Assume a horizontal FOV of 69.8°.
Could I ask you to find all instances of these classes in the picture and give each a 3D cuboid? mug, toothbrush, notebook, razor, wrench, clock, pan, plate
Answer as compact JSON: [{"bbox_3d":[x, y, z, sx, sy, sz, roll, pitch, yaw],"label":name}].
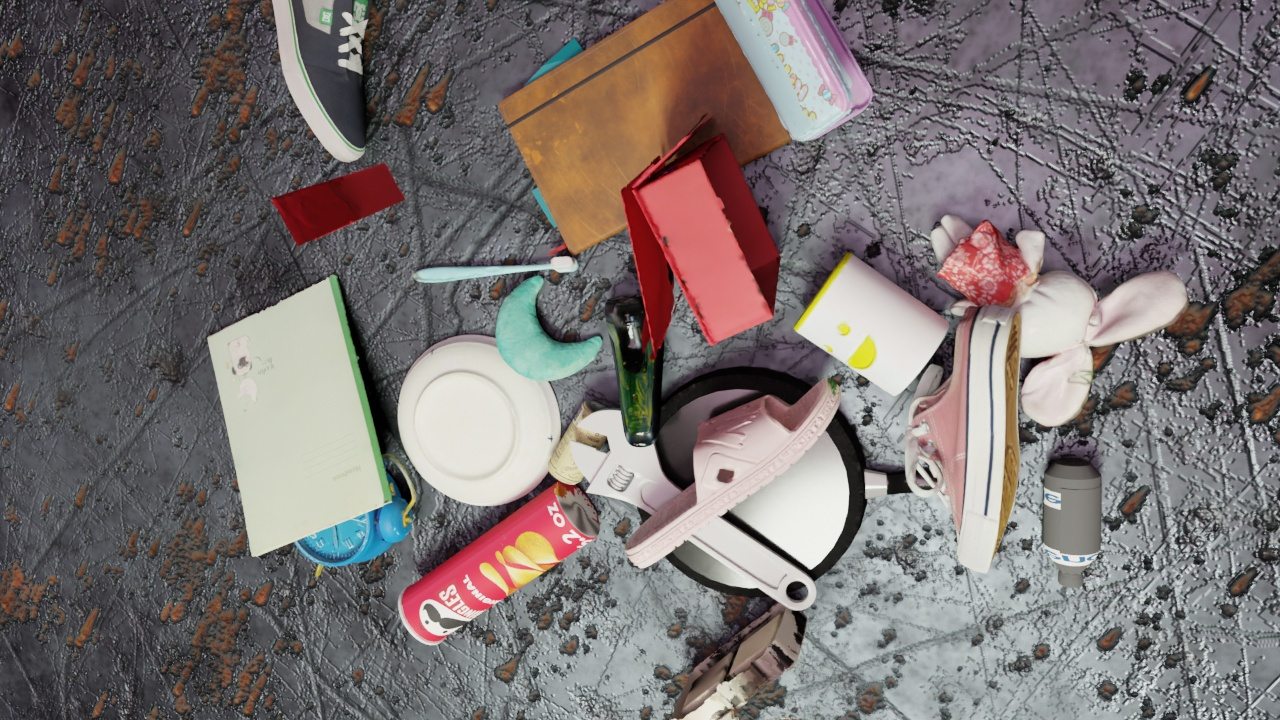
[{"bbox_3d":[0.200,-0.032,0.797,0.106,0.082,0.083,35,106,6],"label":"mug"},{"bbox_3d":[-0.147,-0.090,0.912,0.181,0.016,0.016,-3,83,19],"label":"toothbrush"},{"bbox_3d":[-0.011,-0.226,0.855,0.250,0.014,0.178,-25,93,18],"label":"notebook"},{"bbox_3d":[-0.005,0.005,0.849,0.054,0.067,0.151,-8,63,10],"label":"razor"},{"bbox_3d":[0.053,0.139,0.862,0.273,0.018,0.087,33,98,5],"label":"wrench"},{"bbox_3d":[-0.304,0.154,0.976,0.162,0.060,0.117,-32,86,18],"label":"clock"},{"bbox_3d":[0.164,0.117,0.859,0.357,0.034,0.225,-2,99,16],"label":"pan"},{"bbox_3d":[-0.173,0.066,0.939,0.182,0.034,0.182,3,100,15],"label":"plate"},{"bbox_3d":[-0.362,0.057,0.962,0.182,0.010,0.252,-22,75,17],"label":"notebook"}]

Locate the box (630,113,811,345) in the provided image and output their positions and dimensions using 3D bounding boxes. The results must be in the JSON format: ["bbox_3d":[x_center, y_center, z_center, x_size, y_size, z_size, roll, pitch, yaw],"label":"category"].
[{"bbox_3d":[0.141,-0.175,0.709,0.326,0.213,0.153,-40,98,19],"label":"box"}]

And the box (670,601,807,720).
[{"bbox_3d":[0.094,0.317,0.828,0.069,0.190,0.144,45,114,3],"label":"box"}]

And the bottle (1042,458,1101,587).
[{"bbox_3d":[0.375,0.142,0.799,0.047,0.047,0.112,-1,100,15],"label":"bottle"}]

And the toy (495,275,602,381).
[{"bbox_3d":[-0.098,-0.023,0.905,0.085,0.033,0.105,-45,90,-2],"label":"toy"}]

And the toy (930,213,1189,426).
[{"bbox_3d":[0.321,-0.050,0.763,0.194,0.084,0.159,38,115,13],"label":"toy"}]

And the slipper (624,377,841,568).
[{"bbox_3d":[0.069,0.088,0.801,0.239,0.094,0.064,-41,94,12],"label":"slipper"}]

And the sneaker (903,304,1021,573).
[{"bbox_3d":[0.264,0.067,0.763,0.088,0.118,0.241,7,116,31],"label":"sneaker"}]

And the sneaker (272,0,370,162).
[{"bbox_3d":[-0.293,-0.313,0.882,0.079,0.084,0.235,-12,93,16],"label":"sneaker"}]

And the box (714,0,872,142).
[{"bbox_3d":[0.112,-0.291,0.776,0.077,0.096,0.214,-29,91,29],"label":"box"}]

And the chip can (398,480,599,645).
[{"bbox_3d":[-0.146,0.208,0.938,0.221,0.069,0.069,-36,89,17],"label":"chip can"}]

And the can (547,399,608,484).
[{"bbox_3d":[-0.058,0.081,0.909,0.038,0.038,0.080,33,106,7],"label":"can"}]
